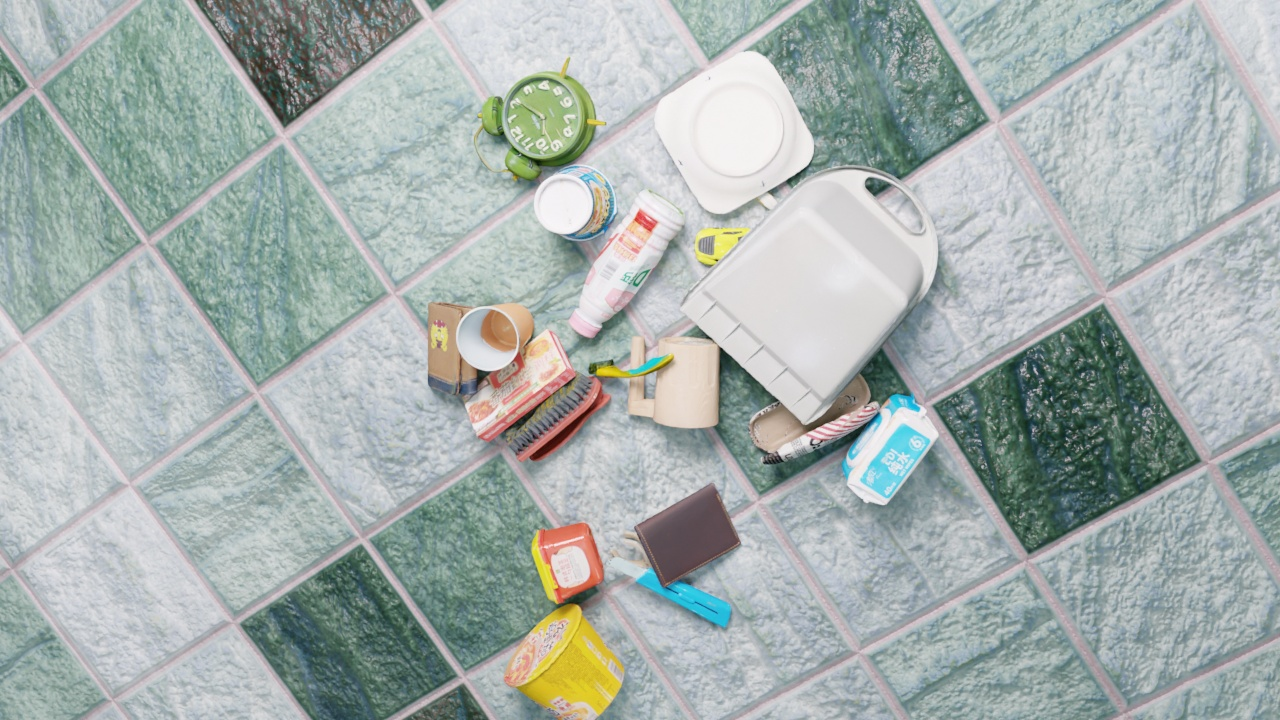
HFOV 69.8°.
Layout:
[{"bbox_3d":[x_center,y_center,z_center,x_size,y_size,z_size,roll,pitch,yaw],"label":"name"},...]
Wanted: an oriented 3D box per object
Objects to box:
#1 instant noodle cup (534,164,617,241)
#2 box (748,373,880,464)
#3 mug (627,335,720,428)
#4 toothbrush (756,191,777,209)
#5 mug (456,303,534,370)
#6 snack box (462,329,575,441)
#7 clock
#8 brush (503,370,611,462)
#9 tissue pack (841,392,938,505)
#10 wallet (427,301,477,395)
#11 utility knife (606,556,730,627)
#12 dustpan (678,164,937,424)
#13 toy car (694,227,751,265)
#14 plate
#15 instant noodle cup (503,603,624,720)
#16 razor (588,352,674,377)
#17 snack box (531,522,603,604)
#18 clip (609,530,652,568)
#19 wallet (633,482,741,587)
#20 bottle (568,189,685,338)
[{"bbox_3d":[-0.084,-0.192,1.121,0.099,0.109,0.099,1,100,7],"label":"instant noodle cup"},{"bbox_3d":[0.215,0.070,1.162,0.163,0.076,0.087,-30,70,12],"label":"box"},{"bbox_3d":[0.042,0.024,1.168,0.125,0.084,0.103,7,101,27],"label":"mug"},{"bbox_3d":[0.100,-0.251,1.136,0.191,0.018,0.016,41,105,-4],"label":"toothbrush"},{"bbox_3d":[-0.175,-0.036,1.155,0.078,0.122,0.078,1,100,7],"label":"mug"},{"bbox_3d":[-0.160,0.033,1.194,0.153,0.025,0.075,-37,53,12],"label":"snack box"},{"bbox_3d":[-0.131,-0.291,1.135,0.161,0.056,0.116,-29,95,12],"label":"clock"},{"bbox_3d":[-0.108,0.073,1.204,0.146,0.063,0.069,-39,125,10],"label":"brush"},{"bbox_3d":[0.307,0.108,1.141,0.063,0.090,0.140,33,103,-1],"label":"tissue pack"},{"bbox_3d":[-0.246,-0.016,1.198,0.090,0.033,0.115,12,103,40],"label":"wallet"},{"bbox_3d":[0.040,0.305,1.226,0.191,0.018,0.034,28,104,-13],"label":"utility knife"},{"bbox_3d":[0.223,-0.098,1.107,0.222,0.142,0.259,43,126,0],"label":"dustpan"},{"bbox_3d":[0.120,-0.142,1.145,0.105,0.032,0.048,2,101,5],"label":"toy car"},{"bbox_3d":[0.115,-0.276,1.107,0.164,0.034,0.163,-31,95,1],"label":"plate"},{"bbox_3d":[-0.096,0.415,1.233,0.138,0.138,0.110,-40,103,12],"label":"instant noodle cup"},{"bbox_3d":[-0.007,0.007,1.149,0.133,0.043,0.028,-9,88,44],"label":"razor"},{"bbox_3d":[-0.095,0.267,1.227,0.080,0.082,0.091,-18,99,0],"label":"snack box"},{"bbox_3d":[-0.002,0.282,1.242,0.083,0.034,0.104,-39,102,8],"label":"clip"},{"bbox_3d":[0.063,0.231,1.210,0.122,0.020,0.096,-27,101,-11],"label":"wallet"},{"bbox_3d":[-0.022,-0.117,1.152,0.068,0.068,0.197,34,107,0],"label":"bottle"}]
